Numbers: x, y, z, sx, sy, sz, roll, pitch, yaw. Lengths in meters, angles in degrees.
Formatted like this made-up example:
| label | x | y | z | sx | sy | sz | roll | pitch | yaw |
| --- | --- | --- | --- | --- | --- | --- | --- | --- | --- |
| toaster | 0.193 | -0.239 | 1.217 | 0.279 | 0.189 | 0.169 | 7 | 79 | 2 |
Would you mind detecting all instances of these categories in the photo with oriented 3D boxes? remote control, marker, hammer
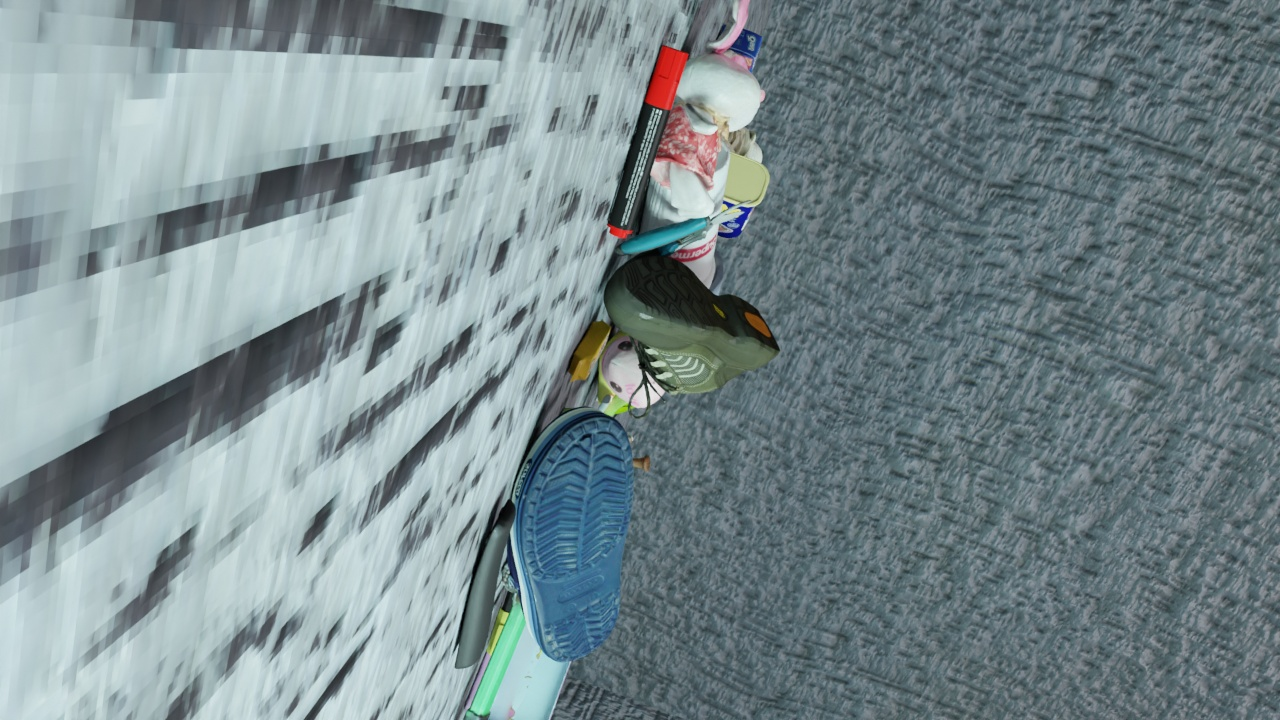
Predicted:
| label | x | y | z | sx | sy | sz | roll | pitch | yaw |
| --- | --- | --- | --- | --- | --- | --- | --- | --- | --- |
| remote control | -0.117 | 0.172 | 0.694 | 0.041 | 0.020 | 0.152 | -69 | 176 | -61 |
| marker | -0.135 | 0.251 | 0.962 | 0.021 | 0.017 | 0.124 | -50 | 158 | -85 |
| hammer | -0.157 | 0.343 | 0.903 | 0.130 | 0.032 | 0.318 | 37 | 75 | -76 |
| marker | 0.003 | -0.164 | 0.698 | 0.023 | 0.021 | 0.145 | 54 | -50 | 56 |

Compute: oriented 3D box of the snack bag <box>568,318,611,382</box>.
| label | x | y | z | sx | sy | sz | roll | pitch | yaw |
| --- | --- | --- | --- | --- | --- | --- | --- | --- | --- |
| snack bag | -0.046 | -0.010 | 0.845 | 0.099 | 0.020 | 0.026 | -65 | 176 | -63 |

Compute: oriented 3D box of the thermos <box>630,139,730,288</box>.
| label | x | y | z | sx | sy | sz | roll | pitch | yaw |
| --- | --- | --- | --- | --- | --- | --- | --- | --- | --- |
| thermos | 0.039 | -0.140 | 0.962 | 0.221 | 0.099 | 0.099 | 97 | 11 | -57 |

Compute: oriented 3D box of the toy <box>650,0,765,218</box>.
| label | x | y | z | sx | sy | sz | roll | pitch | yaw |
| --- | --- | --- | --- | --- | --- | --- | --- | --- | --- |
| toy | 0.063 | -0.222 | 0.817 | 0.159 | 0.084 | 0.194 | 74 | 35 | -72 |

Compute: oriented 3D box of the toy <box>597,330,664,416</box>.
| label | x | y | z | sx | sy | sz | roll | pitch | yaw |
| --- | --- | --- | --- | --- | --- | --- | --- | --- | --- |
| toy | -0.006 | 0.006 | 1.092 | 0.190 | 0.087 | 0.238 | -60 | -178 | -4 |

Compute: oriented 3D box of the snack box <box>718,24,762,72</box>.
| label | x | y | z | sx | sy | sz | roll | pitch | yaw |
| --- | --- | --- | --- | --- | --- | --- | --- | --- | --- |
| snack box | 0.107 | -0.339 | 1.225 | 0.207 | 0.057 | 0.056 | 107 | 2 | -51 |

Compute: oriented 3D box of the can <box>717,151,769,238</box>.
| label | x | y | z | sx | sy | sz | roll | pitch | yaw |
| --- | --- | --- | --- | --- | --- | --- | --- | --- | --- |
| can | 0.075 | -0.190 | 1.026 | 0.092 | 0.116 | 0.056 | 110 | 0 | -71 |

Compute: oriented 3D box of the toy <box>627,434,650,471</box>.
| label | x | y | z | sx | sy | sz | roll | pitch | yaw |
| --- | --- | --- | --- | --- | --- | --- | --- | --- | --- |
| toy | -0.039 | 0.104 | 1.103 | 0.041 | 0.102 | 0.054 | 32 | 61 | -82 |

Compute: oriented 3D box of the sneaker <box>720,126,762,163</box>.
| label | x | y | z | sx | sy | sz | roll | pitch | yaw |
| --- | --- | --- | --- | --- | --- | --- | --- | --- | --- |
| sneaker | 0.095 | -0.254 | 1.083 | 0.241 | 0.102 | 0.089 | 86 | 24 | -82 |

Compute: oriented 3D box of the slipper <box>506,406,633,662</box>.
| label | x | y | z | sx | sy | sz | roll | pitch | yaw |
| --- | --- | --- | --- | --- | --- | --- | --- | --- | --- |
| slipper | -0.071 | 0.149 | 0.786 | 0.095 | 0.105 | 0.253 | 41 | -44 | 48 |

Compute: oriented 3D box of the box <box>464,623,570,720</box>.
| label | x | y | z | sx | sy | sz | roll | pitch | yaw |
| --- | --- | --- | --- | --- | --- | --- | --- | --- | --- |
| box | -0.114 | 0.311 | 1.035 | 0.089 | 0.092 | 0.213 | 106 | 4 | -62 |

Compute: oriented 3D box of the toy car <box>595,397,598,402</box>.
| label | x | y | z | sx | sy | sz | roll | pitch | yaw |
| --- | --- | --- | --- | --- | --- | --- | --- | --- | --- |
| toy car | -0.027 | 0.016 | 1.248 | 0.039 | 0.039 | 0.113 | -65 | 179 | -65 |

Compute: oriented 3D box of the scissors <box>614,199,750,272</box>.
| label | x | y | z | sx | sy | sz | roll | pitch | yaw |
| --- | --- | --- | --- | --- | --- | --- | --- | --- | --- |
| scissors | 0.030 | -0.117 | 0.876 | 0.156 | 0.019 | 0.124 | -31 | 169 | 27 |

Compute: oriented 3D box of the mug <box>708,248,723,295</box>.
| label | x | y | z | sx | sy | sz | roll | pitch | yaw |
| --- | --- | --- | --- | --- | --- | --- | --- | --- | --- |
| mug | 0.046 | -0.107 | 1.132 | 0.083 | 0.124 | 0.104 | -32 | 165 | -14 |

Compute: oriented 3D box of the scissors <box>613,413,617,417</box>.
| label | x | y | z | sx | sy | sz | roll | pitch | yaw |
| --- | --- | --- | --- | --- | --- | --- | --- | --- | --- |
| scissors | -0.075 | 0.136 | 1.207 | 0.201 | 0.015 | 0.202 | -57 | -178 | -23 |

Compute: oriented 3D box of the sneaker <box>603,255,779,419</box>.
| label | x | y | z | sx | sy | sz | roll | pitch | yaw |
| --- | --- | --- | --- | --- | --- | --- | --- | --- | --- |
| sneaker | 0.020 | -0.018 | 0.919 | 0.143 | 0.237 | 0.101 | -39 | -125 | 26 |

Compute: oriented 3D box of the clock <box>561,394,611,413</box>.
| label | x | y | z | sx | sy | sz | roll | pitch | yaw |
| --- | --- | --- | --- | --- | --- | --- | --- | --- | --- |
| clock | -0.069 | 0.095 | 0.899 | 0.094 | 0.042 | 0.120 | -65 | 173 | -59 |
